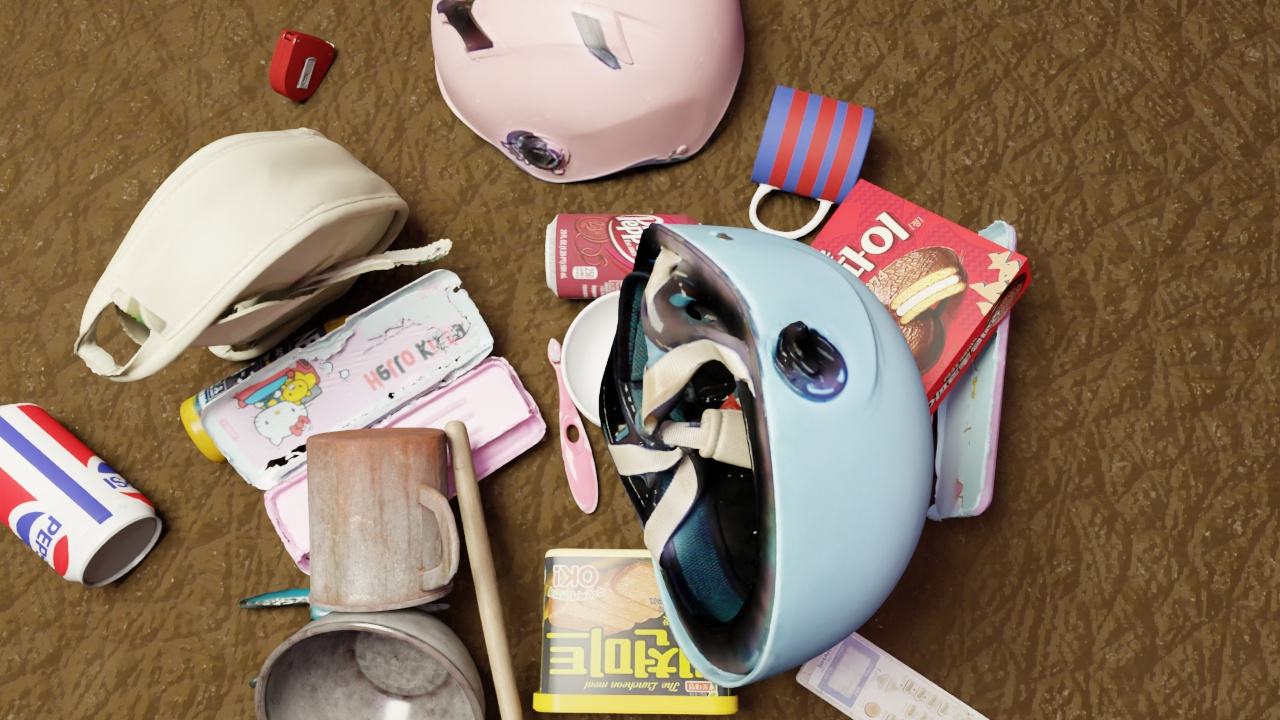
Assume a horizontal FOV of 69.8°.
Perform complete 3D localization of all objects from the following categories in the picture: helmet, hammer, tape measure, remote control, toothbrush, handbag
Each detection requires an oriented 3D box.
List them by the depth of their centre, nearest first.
[{"bbox_3d":[0.074,0.044,0.524,0.166,0.226,0.265,-1,54,-14],"label":"helmet"},{"bbox_3d":[-0.091,0.199,0.585,0.030,0.119,0.331,-15,76,-4],"label":"hammer"},{"bbox_3d":[-0.236,-0.054,0.612,0.132,0.229,0.184,38,89,-3],"label":"handbag"},{"bbox_3d":[0.178,0.237,0.632,0.136,0.011,0.050,32,77,8],"label":"remote control"},{"bbox_3d":[-0.052,0.047,0.681,0.021,0.016,0.135,-13,75,-3],"label":"toothbrush"},{"bbox_3d":[-0.049,-0.265,0.703,0.255,0.152,0.229,12,78,9],"label":"helmet"},{"bbox_3d":[-0.274,-0.237,0.744,0.019,0.059,0.051,27,106,7],"label":"tape measure"}]

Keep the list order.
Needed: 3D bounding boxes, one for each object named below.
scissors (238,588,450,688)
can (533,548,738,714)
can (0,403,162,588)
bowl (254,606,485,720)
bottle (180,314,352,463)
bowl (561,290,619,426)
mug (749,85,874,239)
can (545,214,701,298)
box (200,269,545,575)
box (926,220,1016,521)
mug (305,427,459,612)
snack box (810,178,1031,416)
[{"bbox_3d":[-0.215,0.183,0.643,0.150,0.019,0.120,22,75,4],"label":"scissors"},{"bbox_3d":[-0.003,0.182,0.617,0.131,0.072,0.101,1,72,0],"label":"can"},{"bbox_3d":[-0.408,0.093,0.641,0.132,0.070,0.070,36,78,9],"label":"can"},{"bbox_3d":[-0.164,0.211,0.594,0.145,0.067,0.145,2,111,5],"label":"bowl"},{"bbox_3d":[-0.237,0.007,0.673,0.186,0.053,0.053,-30,77,-8],"label":"bottle"},{"bbox_3d":[-0.004,0.004,0.672,0.105,0.054,0.104,0,78,2],"label":"bowl"},{"bbox_3d":[0.127,-0.148,0.711,0.076,0.075,0.112,16,101,4],"label":"mug"},{"bbox_3d":[-0.012,-0.078,0.690,0.114,0.063,0.063,0,75,0],"label":"can"},{"bbox_3d":[-0.185,0.045,0.658,0.201,0.059,0.155,-31,97,-8],"label":"box"},{"bbox_3d":[0.203,0.001,0.648,0.089,0.093,0.214,16,74,-16],"label":"box"},{"bbox_3d":[-0.155,0.098,0.578,0.123,0.096,0.110,-1,96,38],"label":"mug"},{"bbox_3d":[0.165,-0.031,0.638,0.133,0.036,0.152,36,89,33],"label":"snack box"}]
